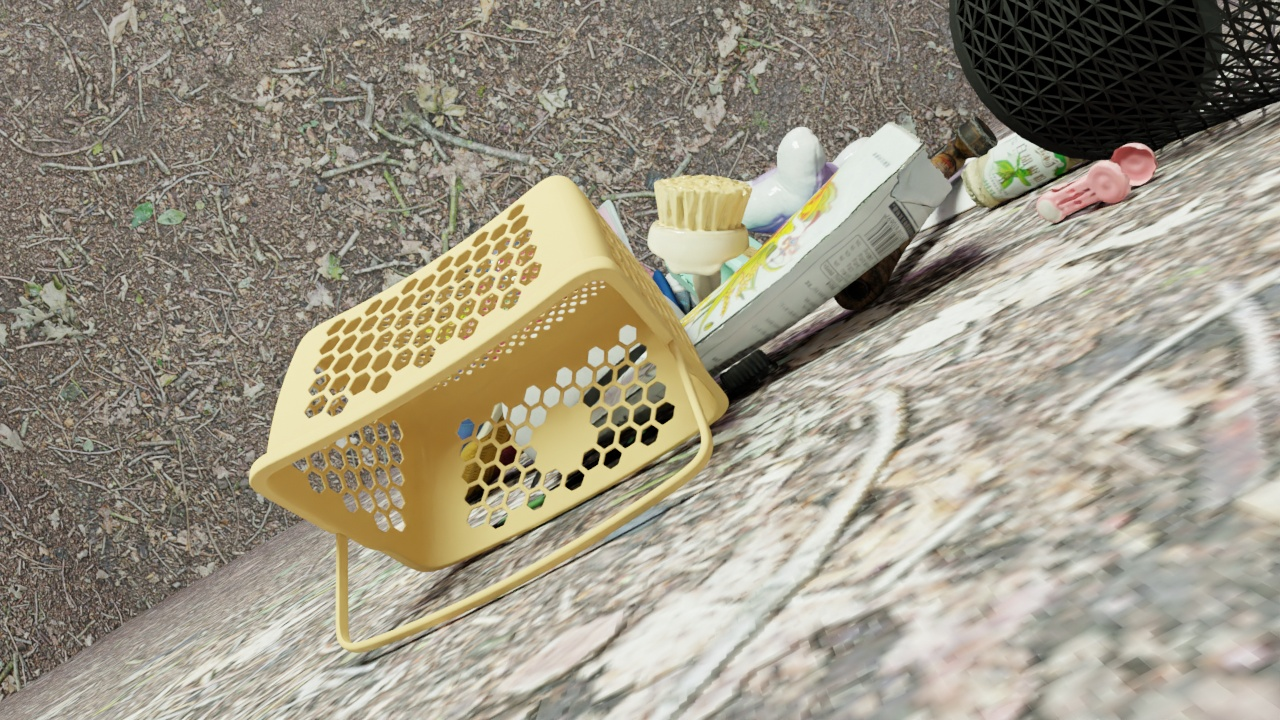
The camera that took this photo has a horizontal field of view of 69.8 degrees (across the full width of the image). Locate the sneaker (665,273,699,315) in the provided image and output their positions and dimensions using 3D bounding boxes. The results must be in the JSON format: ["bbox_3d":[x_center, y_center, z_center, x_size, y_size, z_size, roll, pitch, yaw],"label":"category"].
[{"bbox_3d":[0.022,-0.026,0.951,0.236,0.087,0.079,-22,43,44],"label":"sneaker"}]

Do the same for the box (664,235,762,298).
[{"bbox_3d":[0.072,-0.096,0.793,0.077,0.079,0.188,-29,28,-4],"label":"box"}]

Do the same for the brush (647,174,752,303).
[{"bbox_3d":[0.045,-0.056,0.628,0.272,0.062,0.077,66,-139,-75],"label":"brush"}]

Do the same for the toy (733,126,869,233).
[{"bbox_3d":[0.177,-0.151,0.876,0.138,0.085,0.209,-33,-23,35],"label":"toy"}]

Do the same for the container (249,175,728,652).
[{"bbox_3d":[-0.062,0.030,0.415,0.184,0.129,0.166,-30,45,13],"label":"container"}]

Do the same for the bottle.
[{"bbox_3d":[0.280,-0.145,0.636,0.110,0.042,0.042,-27,4,41],"label":"bottle"}]

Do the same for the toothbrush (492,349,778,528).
[{"bbox_3d":[-0.008,0.047,0.506,0.188,0.017,0.014,-31,-5,7],"label":"toothbrush"}]

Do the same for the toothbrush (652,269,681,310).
[{"bbox_3d":[0.030,-0.040,0.828,0.017,0.016,0.189,-38,27,10],"label":"toothbrush"}]

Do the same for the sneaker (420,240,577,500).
[{"bbox_3d":[-0.116,0.010,0.699,0.116,0.091,0.242,-36,-20,-48],"label":"sneaker"}]

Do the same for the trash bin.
[{"bbox_3d":[0.272,-0.211,0.412,0.216,0.217,0.243,-31,-3,-12],"label":"trash bin"}]

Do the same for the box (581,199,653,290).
[{"bbox_3d":[-0.075,-0.034,0.978,0.055,0.179,0.233,22,-48,-35],"label":"box"}]

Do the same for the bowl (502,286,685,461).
[{"bbox_3d":[-0.035,0.001,0.592,0.131,0.064,0.132,-41,-15,-13],"label":"bowl"}]

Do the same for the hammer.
[{"bbox_3d":[0.193,-0.103,0.688,0.120,0.033,0.329,-43,1,36],"label":"hammer"}]

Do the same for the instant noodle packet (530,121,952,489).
[{"bbox_3d":[0.052,-0.025,0.528,0.270,0.057,0.146,-39,-8,15],"label":"instant noodle packet"}]

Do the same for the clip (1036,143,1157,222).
[{"bbox_3d":[0.223,-0.087,0.451,0.035,0.022,0.058,-36,4,-24],"label":"clip"}]

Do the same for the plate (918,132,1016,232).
[{"bbox_3d":[0.327,-0.181,0.831,0.229,0.030,0.229,-30,4,2],"label":"plate"}]
